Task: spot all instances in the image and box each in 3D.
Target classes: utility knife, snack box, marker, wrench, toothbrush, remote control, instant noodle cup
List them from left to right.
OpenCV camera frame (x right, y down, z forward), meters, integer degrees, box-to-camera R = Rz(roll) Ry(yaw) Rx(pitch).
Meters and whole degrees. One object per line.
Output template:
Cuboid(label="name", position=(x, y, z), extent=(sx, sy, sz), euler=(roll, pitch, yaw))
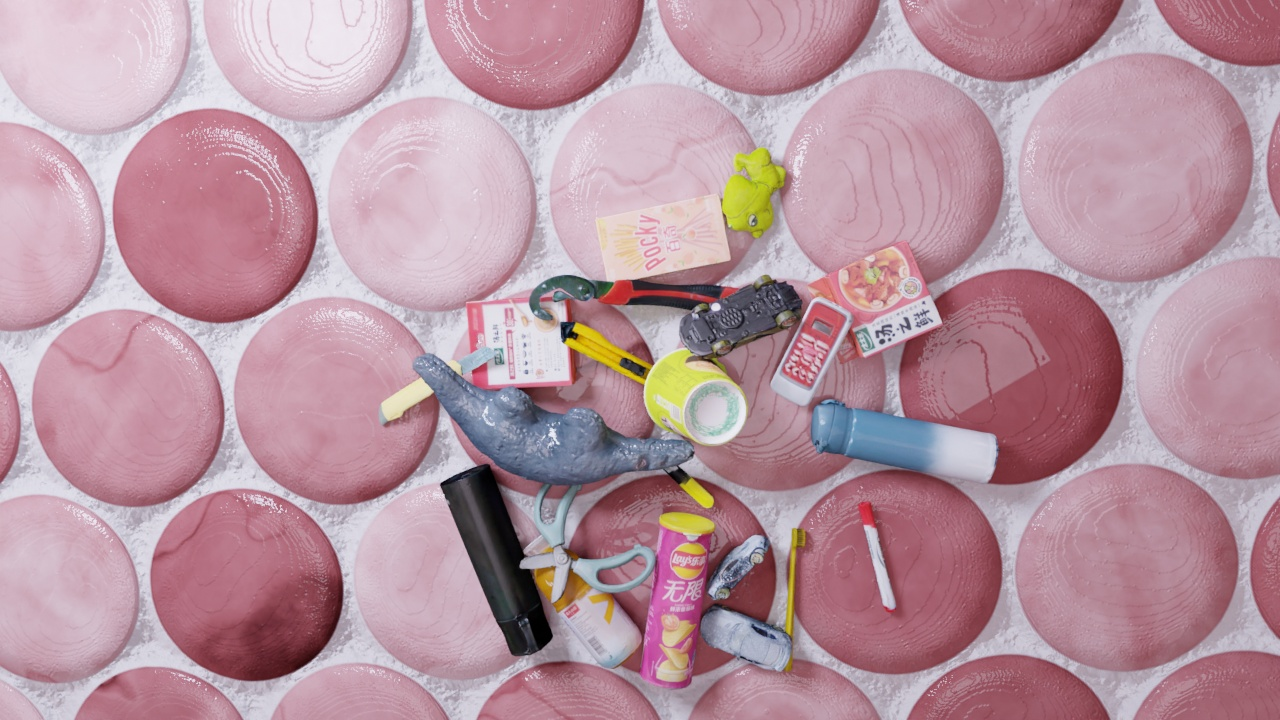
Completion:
Cuboid(label="utility knife", position=(-0.263, 0.030, 1.162), extent=(0.205, 0.021, 0.031), euler=(-29, 84, 28))
Cuboid(label="snack box", position=(-0.149, -0.023, 1.159), extent=(0.127, 0.044, 0.113), euler=(-3, 97, 3))
Cuboid(label="utility knife", position=(-0.007, 0.007, 1.145), extent=(0.216, 0.015, 0.033), euler=(27, 92, -13))
Cuboid(label="wrench", position=(-0.001, -0.078, 1.132), extent=(0.273, 0.016, 0.056), euler=(-1, 96, -8))
Cuboid(label="snack box", position=(0.028, -0.149, 1.140), extent=(0.157, 0.026, 0.084), euler=(-11, 95, 5))
Cuboid(label="marker", position=(0.046, 0.144, 1.179), extent=(0.124, 0.015, 0.018), euler=(42, 96, 2))
Cuboid(label="instant noodle cup", position=(0.073, 0.049, 1.097), extent=(0.111, 0.123, 0.112), euler=(-2, 101, -13))
Cuboid(label="toothbrush", position=(0.198, 0.309, 1.185), extent=(0.016, 0.015, 0.190), euler=(2, 97, -3))
Cuboid(label="remote control", position=(0.209, -0.010, 1.124), extent=(0.056, 0.020, 0.136), euler=(30, 115, 14))
Cuboid(label="snack box", position=(0.285, -0.069, 1.121), extent=(0.127, 0.044, 0.113), euler=(-25, 94, 7))
Cuboid(label="marker", position=(0.303, 0.251, 1.170), extent=(0.017, 0.017, 0.145), euler=(-15, 95, 6))

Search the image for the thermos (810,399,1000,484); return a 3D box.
Cuboid(label="thermos", position=(0.320, 0.099, 1.128), extent=(0.220, 0.070, 0.070), euler=(12, 97, 3))

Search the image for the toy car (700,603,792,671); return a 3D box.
Cuboid(label="toy car", position=(0.135, 0.358, 1.181), extent=(0.121, 0.036, 0.054), euler=(20, 99, 12))

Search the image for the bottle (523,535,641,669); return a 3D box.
Cuboid(label="bottle", position=(-0.077, 0.306, 1.178), extent=(0.068, 0.068, 0.189), euler=(-39, 89, 7))

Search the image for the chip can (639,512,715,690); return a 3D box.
Cuboid(label="chip can", position=(0.046, 0.305, 1.168), extent=(0.071, 0.071, 0.210), euler=(8, 97, 3))

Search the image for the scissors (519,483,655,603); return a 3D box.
Cuboid(label="scissors", position=(-0.068, 0.217, 1.158), extent=(0.171, 0.019, 0.169), euler=(-4, 68, 0))

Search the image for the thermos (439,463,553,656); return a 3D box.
Cuboid(label="thermos", position=(-0.178, 0.256, 1.171), extent=(0.068, 0.090, 0.242), euler=(-23, 95, -18))

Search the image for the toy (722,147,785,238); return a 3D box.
Cuboid(label="toy", position=(0.135, -0.205, 1.121), extent=(0.100, 0.031, 0.096), euler=(-46, 109, -4))

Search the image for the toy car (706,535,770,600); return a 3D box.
Cuboid(label="toy car", position=(0.122, 0.261, 1.169), extent=(0.031, 0.049, 0.105), euler=(43, 97, -4))

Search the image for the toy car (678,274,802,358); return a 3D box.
Cuboid(label="toy car", position=(0.122, -0.051, 1.118), extent=(0.158, 0.042, 0.070), euler=(-22, 62, -7))

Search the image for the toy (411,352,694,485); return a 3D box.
Cuboid(label="toy", position=(-0.113, 0.092, 1.130), extent=(0.356, 0.091, 0.138), euler=(17, 127, -2))
